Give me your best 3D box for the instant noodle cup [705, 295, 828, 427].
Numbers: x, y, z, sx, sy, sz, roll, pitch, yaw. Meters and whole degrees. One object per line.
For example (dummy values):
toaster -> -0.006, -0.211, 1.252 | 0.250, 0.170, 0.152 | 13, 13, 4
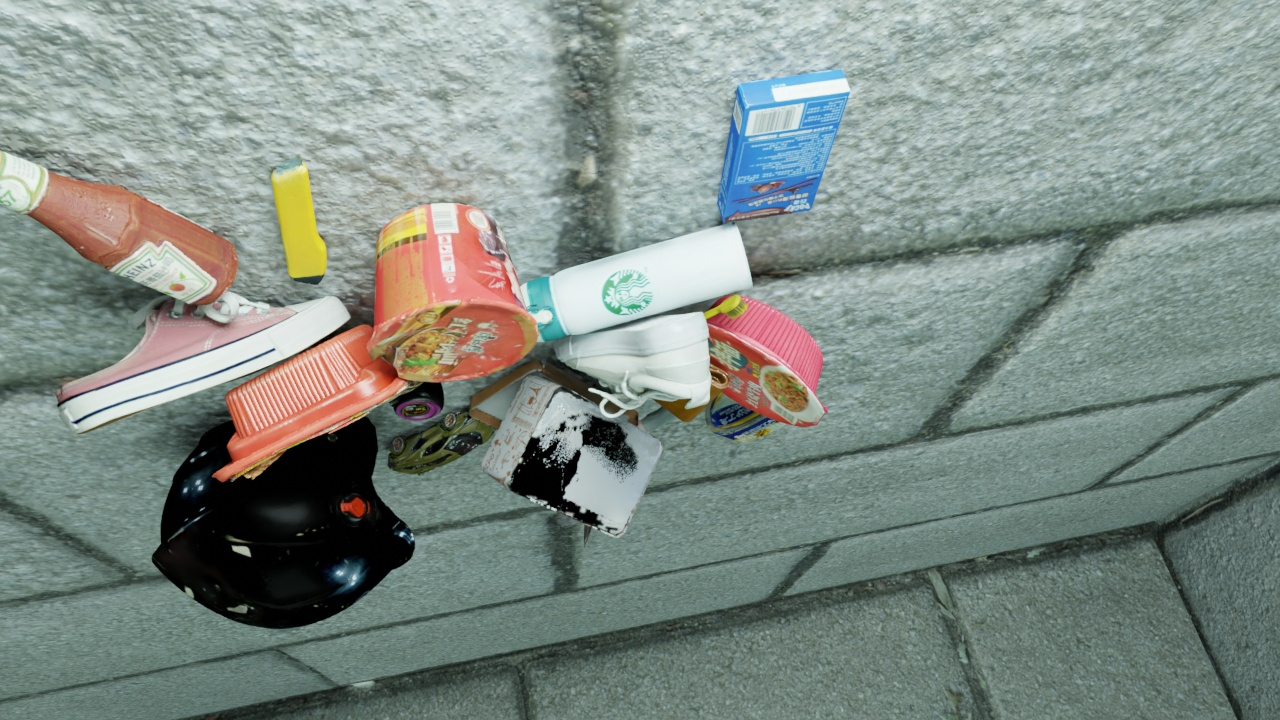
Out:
instant noodle cup -> 0.126, -0.007, 0.992 | 0.065, 0.194, 0.194 | -55, 160, -16

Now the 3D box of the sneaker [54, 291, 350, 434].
sneaker -> -0.368, -0.021, 0.775 | 0.240, 0.088, 0.118 | -25, -172, -31

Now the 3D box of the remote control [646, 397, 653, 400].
remote control -> 0.046, 0.010, 1.121 | 0.055, 0.020, 0.136 | 1, 149, -28

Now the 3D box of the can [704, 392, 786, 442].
can -> 0.155, 0.055, 1.209 | 0.148, 0.074, 0.049 | -31, 146, 32

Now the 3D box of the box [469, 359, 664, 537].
box -> -0.101, 0.091, 1.090 | 0.182, 0.153, 0.181 | 32, 169, -34

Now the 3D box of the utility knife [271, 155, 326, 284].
utility knife -> -0.270, -0.109, 0.729 | 0.033, 0.015, 0.165 | -10, 154, -20

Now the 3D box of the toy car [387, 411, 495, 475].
toy car -> -0.250, 0.104, 1.155 | 0.158, 0.042, 0.070 | -28, 152, 23

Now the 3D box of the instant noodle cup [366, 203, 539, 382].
instant noodle cup -> -0.160, -0.059, 0.775 | 0.138, 0.108, 0.138 | -10, 155, -5

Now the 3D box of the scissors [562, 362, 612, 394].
scissors -> -0.046, 0.028, 1.090 | 0.176, 0.014, 0.159 | -8, 148, 45

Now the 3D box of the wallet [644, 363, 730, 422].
wallet -> 0.030, 0.016, 1.045 | 0.035, 0.119, 0.131 | -53, 180, -25

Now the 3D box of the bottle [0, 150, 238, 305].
bottle -> -0.381, -0.098, 0.643 | 0.060, 0.059, 0.206 | -23, 154, 19

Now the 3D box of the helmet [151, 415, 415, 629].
helmet -> -0.402, 0.191, 1.041 | 0.274, 0.229, 0.234 | 40, 134, -12

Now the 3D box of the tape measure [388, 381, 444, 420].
tape measure -> -0.248, 0.039, 1.020 | 0.057, 0.039, 0.058 | -17, 150, 8

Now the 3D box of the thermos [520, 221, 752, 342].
thermos -> -0.010, -0.070, 0.872 | 0.224, 0.073, 0.073 | -15, 155, 5

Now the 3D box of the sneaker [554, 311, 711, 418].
sneaker -> -0.005, 0.005, 0.909 | 0.089, 0.091, 0.243 | -19, -170, -28

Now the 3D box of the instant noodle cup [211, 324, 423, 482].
instant noodle cup -> -0.296, 0.031, 0.842 | 0.189, 0.079, 0.164 | -27, -171, 5

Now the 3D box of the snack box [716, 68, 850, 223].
snack box -> 0.115, -0.174, 0.765 | 0.084, 0.026, 0.157 | -10, 155, -7

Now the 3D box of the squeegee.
squeegee -> 0.005, 0.095, 1.199 | 0.250, 0.247, 0.040 | -41, 106, 11

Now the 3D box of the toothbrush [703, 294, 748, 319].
toothbrush -> 0.041, -0.029, 0.930 | 0.016, 0.015, 0.191 | 38, 146, -21
